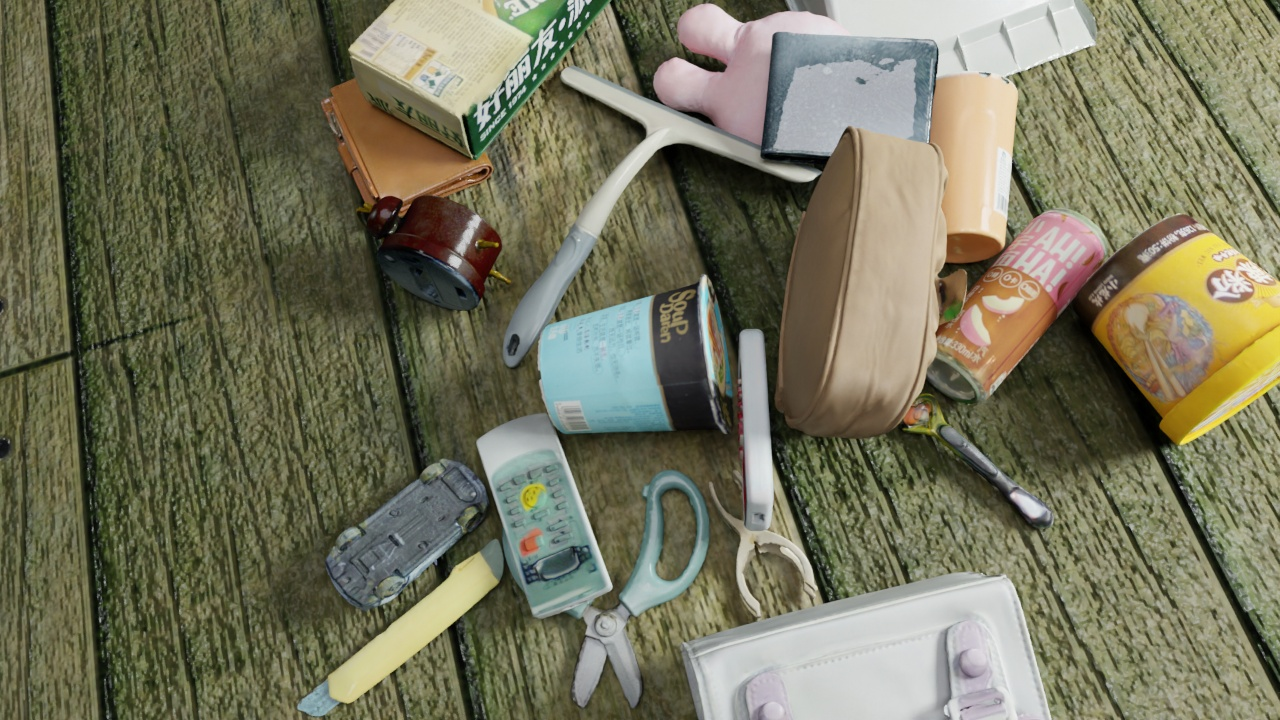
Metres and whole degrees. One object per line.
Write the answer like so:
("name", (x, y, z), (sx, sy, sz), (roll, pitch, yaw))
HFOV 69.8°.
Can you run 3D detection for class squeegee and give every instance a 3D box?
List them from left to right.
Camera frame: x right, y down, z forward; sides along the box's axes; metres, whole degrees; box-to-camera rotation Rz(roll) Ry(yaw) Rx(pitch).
("squeegee", (-0.036, -0.102, 0.695), (0.246, 0.039, 0.246), (31, 82, 25))

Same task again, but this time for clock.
("clock", (-0.160, -0.084, 0.689), (0.122, 0.082, 0.055), (20, 69, 11))

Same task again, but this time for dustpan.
("dustpan", (0.219, -0.346, 0.784), (0.222, 0.142, 0.258), (-20, 99, -2))

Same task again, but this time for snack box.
("snack box", (-0.116, -0.285, 0.748), (0.114, 0.063, 0.239), (30, 69, 10))

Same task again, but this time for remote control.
("remote control", (-0.067, 0.103, 0.627), (0.056, 0.019, 0.135), (-22, 70, -1))
("remote control", (0.076, 0.045, 0.619), (0.020, 0.056, 0.135), (-2, 56, 5))

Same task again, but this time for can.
("can", (0.260, -0.038, 0.644), (0.058, 0.058, 0.147), (41, 79, 17))

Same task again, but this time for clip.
("clip", (0.091, 0.122, 0.619), (0.089, 0.035, 0.103), (-6, 62, 7))

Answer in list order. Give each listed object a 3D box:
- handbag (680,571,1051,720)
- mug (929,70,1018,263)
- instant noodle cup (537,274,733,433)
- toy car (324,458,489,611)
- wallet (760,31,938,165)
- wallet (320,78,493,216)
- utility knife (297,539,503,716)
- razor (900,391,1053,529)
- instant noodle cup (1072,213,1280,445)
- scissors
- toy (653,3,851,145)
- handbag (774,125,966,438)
("handbag", (0.134, 0.217, 0.544), (0.197, 0.098, 0.145), (-14, 84, -4))
("mug", (0.237, -0.138, 0.675), (0.078, 0.078, 0.122), (3, 74, 7))
("instant noodle cup", (-0.004, 0.004, 0.636), (0.120, 0.111, 0.111), (-8, 70, 12))
("toy car", (-0.161, 0.121, 0.642), (0.120, 0.037, 0.054), (-41, 71, -20))
("wallet", (0.151, -0.189, 0.665), (0.121, 0.019, 0.097), (6, 83, 9))
("wallet", (-0.195, -0.185, 0.755), (0.107, 0.031, 0.131), (-26, 70, -8))
("utility knife", (-0.161, 0.187, 0.627), (0.175, 0.019, 0.031), (-37, 67, -9))
("razor", (0.224, 0.064, 0.631), (0.143, 0.022, 0.042), (43, 81, 17))
("instant noodle cup", (0.363, -0.025, 0.604), (0.118, 0.118, 0.114), (-30, 62, -6))
("scissors", (-0.038, 0.144, 0.631), (0.177, 0.019, 0.174), (19, 75, 11))
("toy", (0.092, -0.223, 0.722), (0.159, 0.054, 0.121), (28, 95, 18))
("handbag", (0.150, -0.044, 0.612), (0.100, 0.148, 0.204), (14, 73, -3))
